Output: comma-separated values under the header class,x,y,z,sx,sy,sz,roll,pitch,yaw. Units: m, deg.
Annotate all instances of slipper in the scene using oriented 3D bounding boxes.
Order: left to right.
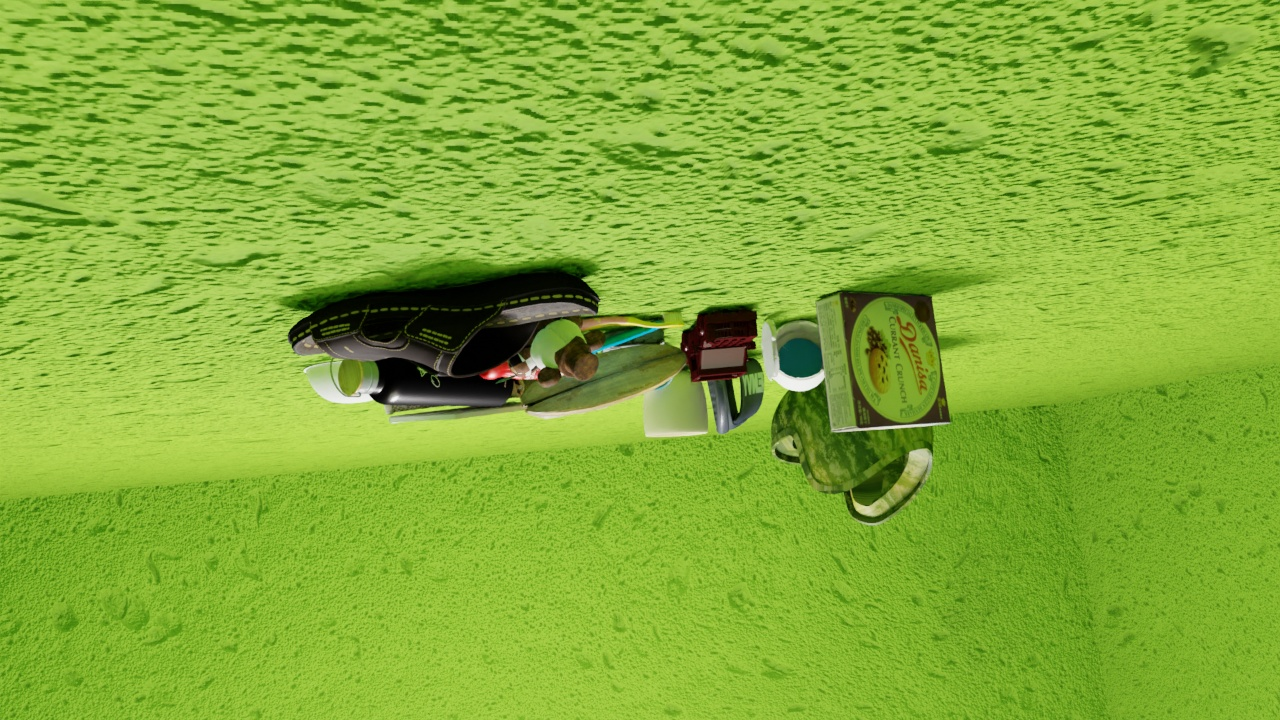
class,x,y,z,sx,sy,sz,roll,pitch,yaw
slipper,-0.164,-0.020,0.773,0.268,0.075,0.113,-7,171,9
slipper,-0.007,0.007,1.152,0.098,0.054,0.269,-4,170,5
slipper,0.146,0.050,1.364,0.083,0.110,0.268,-10,174,7

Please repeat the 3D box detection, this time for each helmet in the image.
class,x,y,z,sx,sy,sz,roll,pitch,yaw
helmet,0.340,0.112,1.474,0.243,0.247,0.213,-47,136,8

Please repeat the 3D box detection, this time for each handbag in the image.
class,x,y,z,sx,sy,sz,roll,pitch,yaw
handbag,-0.234,0.036,1.216,0.186,0.047,0.124,-7,180,5

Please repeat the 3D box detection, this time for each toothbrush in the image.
class,x,y,z,sx,sy,sz,roll,pitch,yaw
toothbrush,-0.022,-0.040,0.957,0.135,0.016,0.021,-3,173,-6

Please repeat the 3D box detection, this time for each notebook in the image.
class,x,y,z,sx,sy,sz,roll,pitch,yaw
notebook,-0.200,0.065,1.202,0.143,0.009,0.209,-6,180,42

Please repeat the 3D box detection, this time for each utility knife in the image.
class,x,y,z,sx,sy,sz,roll,pitch,yaw
utility knife,-0.058,-0.011,0.956,0.205,0.015,0.031,-23,-171,-22

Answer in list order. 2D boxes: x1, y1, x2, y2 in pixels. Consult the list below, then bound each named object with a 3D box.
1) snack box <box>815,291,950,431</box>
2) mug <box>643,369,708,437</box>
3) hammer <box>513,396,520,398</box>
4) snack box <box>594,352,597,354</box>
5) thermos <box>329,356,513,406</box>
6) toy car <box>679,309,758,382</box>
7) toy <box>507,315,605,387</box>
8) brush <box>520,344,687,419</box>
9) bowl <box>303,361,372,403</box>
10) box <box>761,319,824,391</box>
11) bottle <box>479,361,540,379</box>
class,x,y,z,sx,sy,sz,roll,pitch,yaw
snack box,0.261,0.002,0.986,0.147,0.143,0.041,-1,171,-32
mug,0.047,0.066,1.419,0.096,0.099,0.120,1,171,-30
hammer,-0.121,0.047,1.413,0.116,0.033,0.322,-10,171,38
snack box,-0.095,-0.012,1.028,0.051,0.031,0.140,-8,171,16
thermos,-0.248,0.021,1.041,0.061,0.061,0.230,-12,169,38
toy car,0.087,-0.013,1.043,0.070,0.062,0.170,-5,172,-8
toy,-0.080,-0.010,0.876,0.087,0.067,0.113,-40,-137,-18
brush,-0.040,0.023,1.021,0.195,0.059,0.043,-17,168,-18
bowl,-0.345,0.029,1.101,0.110,0.040,0.110,-6,172,-1
box,0.185,-0.007,1.100,0.092,0.083,0.166,3,171,8
bottle,-0.136,0.004,1.092,0.118,0.036,0.036,1,169,-41
